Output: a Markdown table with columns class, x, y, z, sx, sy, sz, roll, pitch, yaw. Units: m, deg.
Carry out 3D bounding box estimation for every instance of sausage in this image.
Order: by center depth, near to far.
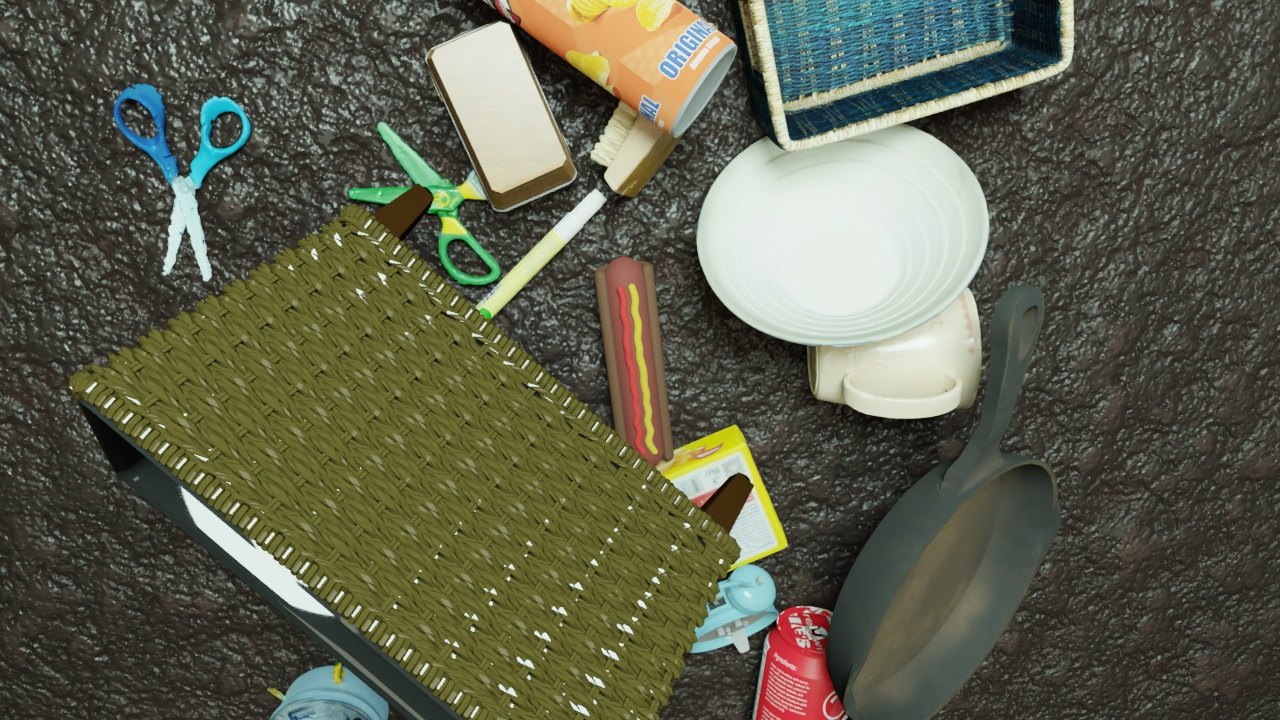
| class | x | y | z | sx | sy | sz | roll | pitch | yaw |
| --- | --- | --- | --- | --- | --- | --- | --- | --- | --- |
| sausage | -0.004 | 0.004 | 0.640 | 0.040 | 0.040 | 0.156 | -8 | 108 | -2 |

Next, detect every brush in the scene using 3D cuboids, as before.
| class | x | y | z | sx | sy | sz | roll | pitch | yaw |
| --- | --- | --- | --- | --- | --- | --- | --- | --- | --- |
| brush | 0.010 | -0.162 | 0.585 | 0.039 | 0.049 | 0.117 | 36 | 104 | 9 |

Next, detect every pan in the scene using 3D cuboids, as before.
| class | x | y | z | sx | sy | sz | roll | pitch | yaw |
| --- | --- | --- | --- | --- | --- | --- | --- | --- | --- |
| pan | 0.209 | 0.107 | 0.616 | 0.248 | 0.043 | 0.357 | -24 | 128 | -32 |

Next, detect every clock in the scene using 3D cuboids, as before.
| class | x | y | z | sx | sy | sz | roll | pitch | yaw |
| --- | --- | --- | --- | --- | --- | --- | --- | --- | --- |
| clock | 0.060 | 0.185 | 0.672 | 0.087 | 0.042 | 0.123 | -24 | 151 | 4 |
| clock | -0.234 | 0.294 | 0.711 | 0.089 | 0.051 | 0.124 | -22 | 109 | 1 |

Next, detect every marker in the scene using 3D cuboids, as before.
| class | x | y | z | sx | sy | sz | roll | pitch | yaw |
| --- | --- | --- | --- | --- | --- | --- | --- | --- | --- |
| marker | -0.073 | -0.066 | 0.626 | 0.132 | 0.014 | 0.014 | -44 | 106 | 10 |

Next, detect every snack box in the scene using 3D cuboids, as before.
| class | x | y | z | sx | sy | sz | roll | pitch | yaw |
| --- | --- | --- | --- | --- | --- | --- | --- | --- | --- |
| snack box | -0.001 | 0.131 | 0.680 | 0.201 | 0.042 | 0.092 | -24 | 108 | 3 |

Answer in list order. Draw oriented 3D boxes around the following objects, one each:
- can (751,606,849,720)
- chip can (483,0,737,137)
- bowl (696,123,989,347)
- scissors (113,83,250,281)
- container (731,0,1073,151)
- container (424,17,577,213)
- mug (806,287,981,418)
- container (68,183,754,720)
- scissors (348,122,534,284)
| class | x | y | z | sx | sy | sz | roll | pitch | yaw |
| --- | --- | --- | --- | --- | --- | --- | --- | --- | --- |
| can | 0.127 | 0.271 | 0.717 | 0.074 | 0.074 | 0.143 | 4 | 107 | -6 |
| chip can | -0.047 | -0.215 | 0.526 | 0.210 | 0.062 | 0.062 | 36 | 102 | 2 |
| bowl | 0.128 | -0.072 | 0.593 | 0.177 | 0.176 | 0.058 | -20 | 149 | 2 |
| scissors | -0.308 | -0.114 | 0.597 | 0.086 | 0.015 | 0.135 | 16 | 110 | -13 |
| container | 0.152 | -0.224 | 0.552 | 0.187 | 0.071 | 0.145 | -16 | 118 | 1 |
| container | -0.086 | -0.152 | 0.566 | 0.063 | 0.061 | 0.114 | -24 | 102 | -2 |
| mug | 0.168 | 0.001 | 0.616 | 0.104 | 0.111 | 0.085 | -2 | 122 | 5 |
| container | -0.110 | 0.074 | 0.533 | 0.321 | 0.177 | 0.204 | 42 | 60 | -4 |
| scissors | -0.125 | -0.113 | 0.609 | 0.119 | 0.012 | 0.128 | -36 | 106 | 5 |
